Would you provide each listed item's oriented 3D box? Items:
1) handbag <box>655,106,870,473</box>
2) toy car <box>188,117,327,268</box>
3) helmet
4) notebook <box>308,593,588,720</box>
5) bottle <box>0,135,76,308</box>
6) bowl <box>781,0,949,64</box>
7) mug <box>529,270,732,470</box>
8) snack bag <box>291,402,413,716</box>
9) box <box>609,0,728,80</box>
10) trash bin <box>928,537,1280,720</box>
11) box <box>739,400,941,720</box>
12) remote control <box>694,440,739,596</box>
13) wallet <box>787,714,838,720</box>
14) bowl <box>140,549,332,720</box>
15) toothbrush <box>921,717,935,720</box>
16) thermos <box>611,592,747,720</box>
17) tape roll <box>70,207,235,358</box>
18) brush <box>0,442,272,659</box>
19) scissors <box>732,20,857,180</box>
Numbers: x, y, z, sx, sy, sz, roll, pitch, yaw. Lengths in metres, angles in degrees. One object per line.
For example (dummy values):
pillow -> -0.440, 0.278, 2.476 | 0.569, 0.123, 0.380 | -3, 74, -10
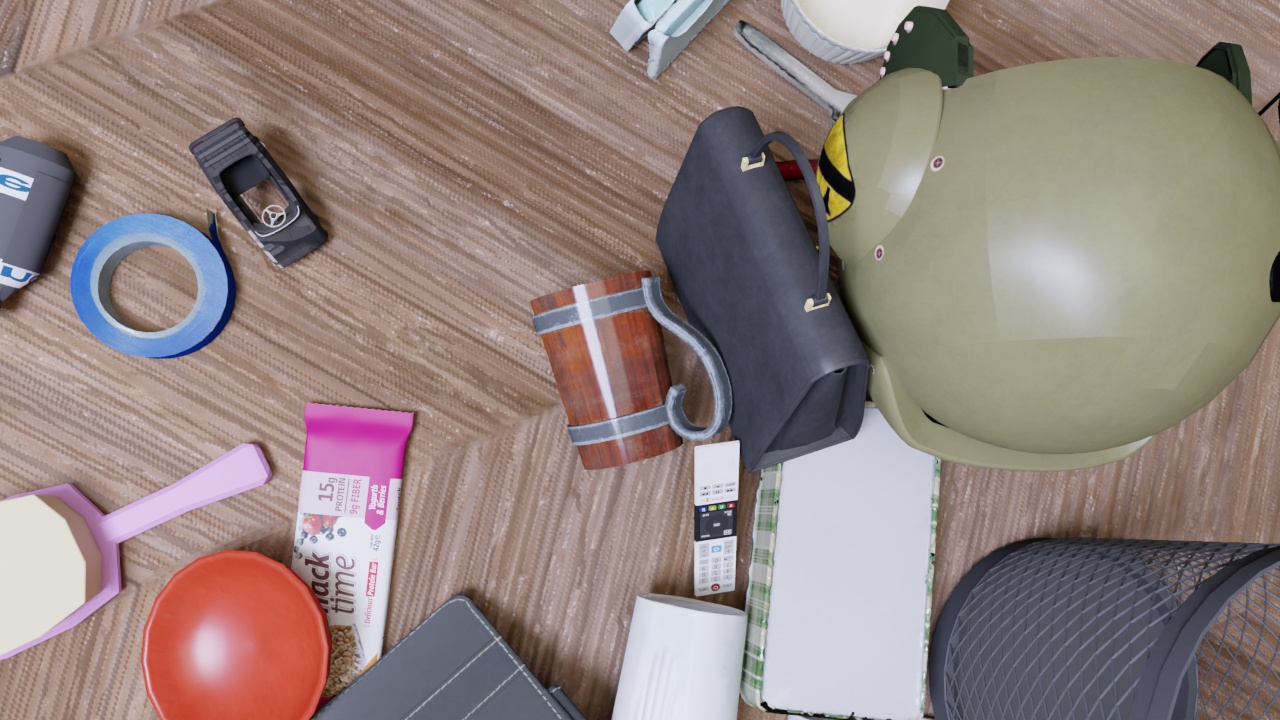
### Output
handbag -> 0.073, -0.055, 0.512 | 0.072, 0.196, 0.175 | -17, 68, -8
toy car -> -0.235, -0.102, 0.570 | 0.040, 0.037, 0.092 | -35, 124, -9
helmet -> 0.215, -0.056, 0.512 | 0.250, 0.256, 0.232 | 4, 82, -7
notebook -> -0.101, 0.256, 0.523 | 0.169, 0.029, 0.209 | -38, 63, -20
bottle -> -0.385, -0.080, 0.560 | 0.047, 0.047, 0.112 | 19, 85, -5
bowl -> 0.145, -0.255, 0.623 | 0.115, 0.062, 0.115 | 0, 87, -7
mug -> -0.003, 0.003, 0.572 | 0.118, 0.081, 0.111 | -13, 92, 33
snack bag -> -0.191, 0.128, 0.586 | 0.070, 0.016, 0.196 | 6, 86, -5
box -> 0.062, -0.280, 0.609 | 0.067, 0.083, 0.199 | 41, 83, 15
trash bin -> 0.308, 0.205, 0.525 | 0.217, 0.228, 0.217 | 1, 84, -11
box -> 0.131, 0.128, 0.600 | 0.117, 0.050, 0.205 | 7, 81, -9
remote control -> 0.048, 0.101, 0.588 | 0.028, 0.011, 0.124 | -7, 122, -8
wallet -> 0.141, 0.304, 0.605 | 0.118, 0.037, 0.115 | 16, 85, -2
bowl -> -0.238, 0.175, 0.558 | 0.122, 0.035, 0.122 | -1, 85, 10
toothbrush -> 0.158, 0.239, 0.621 | 0.186, 0.015, 0.016 | 15, 83, -6
thermos -> 0.014, 0.260, 0.564 | 0.099, 0.099, 0.220 | 10, 82, -6
tape roll -> -0.308, -0.047, 0.582 | 0.093, 0.016, 0.091 | -12, 88, -7
brush -> -0.340, 0.110, 0.556 | 0.228, 0.043, 0.089 | -25, 90, -7
scissors -> 0.125, -0.162, 0.640 | 0.198, 0.015, 0.179 | -23, 90, -8
